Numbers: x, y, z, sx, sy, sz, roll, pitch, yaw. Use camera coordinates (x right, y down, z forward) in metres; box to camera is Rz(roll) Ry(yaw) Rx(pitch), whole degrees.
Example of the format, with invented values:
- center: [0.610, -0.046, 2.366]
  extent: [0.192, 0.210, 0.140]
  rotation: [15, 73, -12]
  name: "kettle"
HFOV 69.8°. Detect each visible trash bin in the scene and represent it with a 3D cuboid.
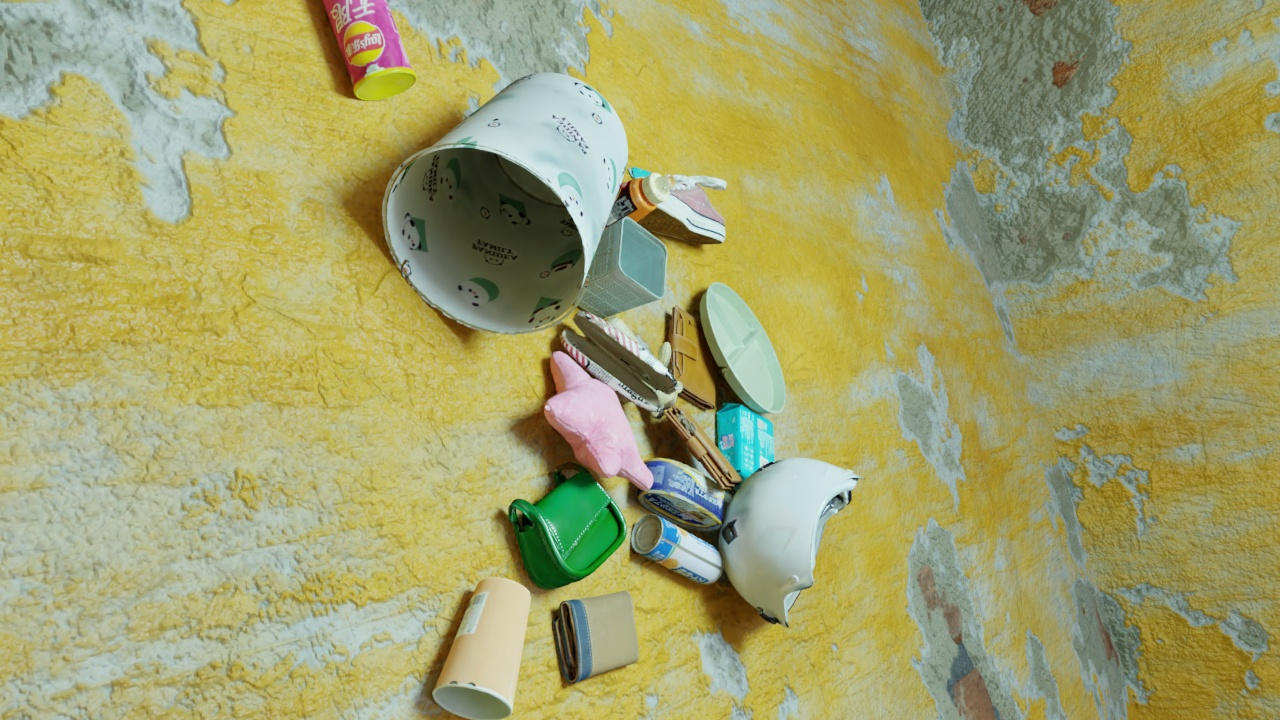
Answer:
- center: [-0.133, -0.193, 1.046]
  extent: [0.229, 0.230, 0.251]
  rotation: [51, 34, -23]
  name: "trash bin"

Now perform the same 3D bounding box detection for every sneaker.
- center: [0.058, -0.239, 1.394]
  extent: [0.240, 0.118, 0.088]
  rotation: [10, 84, -56]
  name: "sneaker"

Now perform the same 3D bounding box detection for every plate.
- center: [0.160, -0.017, 1.447]
  extent: [0.230, 0.028, 0.229]
  rotation: [42, 32, -35]
  name: "plate"

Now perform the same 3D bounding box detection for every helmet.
- center: [0.189, 0.237, 1.273]
  extent: [0.228, 0.146, 0.259]
  rotation: [-56, 164, -25]
  name: "helmet"

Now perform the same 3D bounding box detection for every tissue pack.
- center: [0.159, 0.133, 1.392]
  extent: [0.093, 0.050, 0.133]
  rotation: [29, 52, -39]
  name: "tissue pack"

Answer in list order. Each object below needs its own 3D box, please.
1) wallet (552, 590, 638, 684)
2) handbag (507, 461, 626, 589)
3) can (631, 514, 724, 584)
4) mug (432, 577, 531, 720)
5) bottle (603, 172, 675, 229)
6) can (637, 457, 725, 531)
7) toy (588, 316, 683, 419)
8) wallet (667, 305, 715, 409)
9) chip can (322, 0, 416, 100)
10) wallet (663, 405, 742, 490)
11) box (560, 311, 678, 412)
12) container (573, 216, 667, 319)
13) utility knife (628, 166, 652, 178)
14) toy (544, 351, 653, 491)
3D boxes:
- center: [-0.048, 0.316, 1.062]
  extent: [0.115, 0.033, 0.090]
  rotation: [6, 72, -51]
  name: "wallet"
- center: [-0.086, 0.189, 1.051]
  extent: [0.131, 0.068, 0.120]
  rotation: [-33, 92, -51]
  name: "handbag"
- center: [0.051, 0.249, 1.198]
  extent: [0.134, 0.053, 0.053]
  rotation: [35, 49, -37]
  name: "can"
- center: [-0.152, 0.284, 0.914]
  extent: [0.078, 0.078, 0.122]
  rotation: [44, 39, -31]
  name: "mug"
- center: [-0.013, -0.217, 1.252]
  extent: [0.066, 0.150, 0.066]
  rotation: [26, 55, -43]
  name: "bottle"
- center: [0.055, 0.180, 1.219]
  extent: [0.148, 0.075, 0.049]
  rotation: [35, 51, -40]
  name: "can"
- center: [-0.007, 0.007, 1.240]
  extent: [0.105, 0.066, 0.157]
  rotation: [-47, 111, -15]
  name: "toy"
- center: [0.072, -0.005, 1.365]
  extent: [0.119, 0.035, 0.130]
  rotation: [35, 48, -45]
  name: "wallet"
- center: [-0.319, -0.402, 1.020]
  extent: [0.071, 0.072, 0.210]
  rotation: [-19, 89, -53]
  name: "chip can"
- center: [0.086, 0.120, 1.255]
  extent: [0.132, 0.031, 0.108]
  rotation: [50, 5, 14]
  name: "wallet"
- center: [-0.035, 0.011, 1.173]
  extent: [0.163, 0.075, 0.082]
  rotation: [36, 76, -8]
  name: "box"
- center: [-0.036, -0.117, 1.209]
  extent: [0.090, 0.112, 0.089]
  rotation: [32, 52, -39]
  name: "container"
- center: [0.035, -0.282, 1.460]
  extent: [0.157, 0.013, 0.029]
  rotation: [9, 64, -47]
  name: "utility knife"
- center: [-0.064, 0.068, 1.103]
  extent: [0.178, 0.075, 0.194]
  rotation: [31, 26, -55]
  name: "toy"
